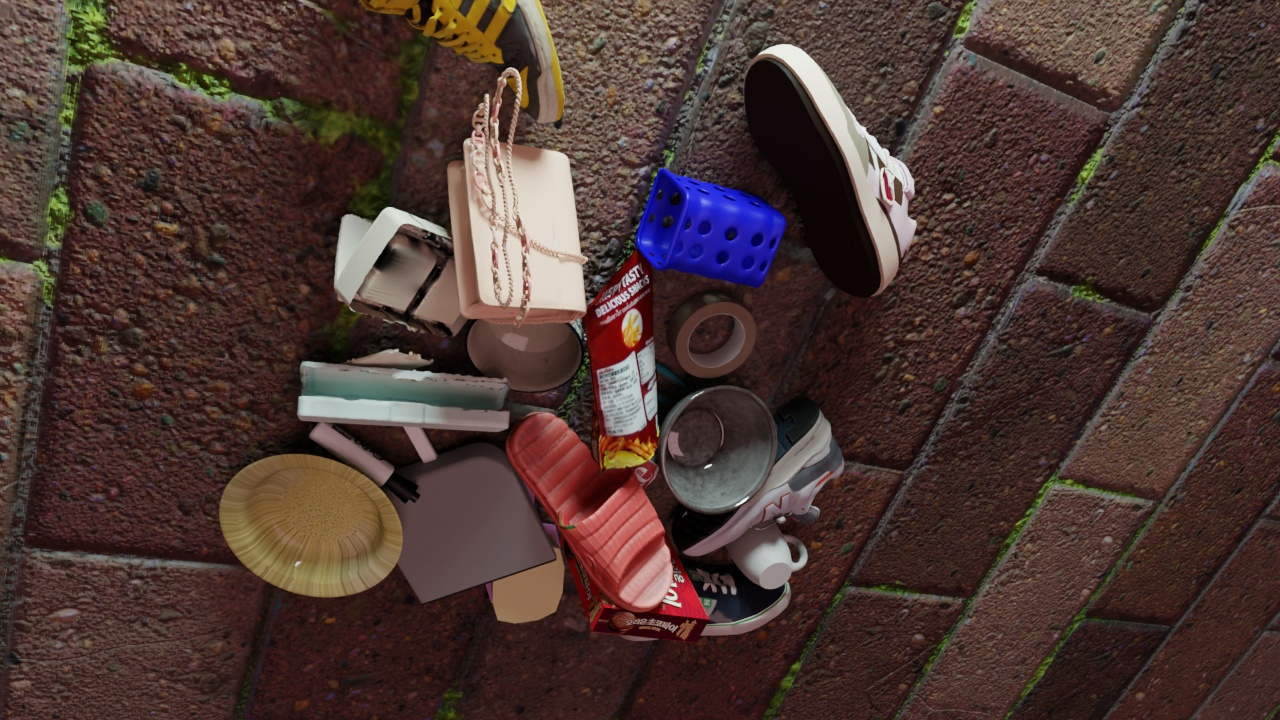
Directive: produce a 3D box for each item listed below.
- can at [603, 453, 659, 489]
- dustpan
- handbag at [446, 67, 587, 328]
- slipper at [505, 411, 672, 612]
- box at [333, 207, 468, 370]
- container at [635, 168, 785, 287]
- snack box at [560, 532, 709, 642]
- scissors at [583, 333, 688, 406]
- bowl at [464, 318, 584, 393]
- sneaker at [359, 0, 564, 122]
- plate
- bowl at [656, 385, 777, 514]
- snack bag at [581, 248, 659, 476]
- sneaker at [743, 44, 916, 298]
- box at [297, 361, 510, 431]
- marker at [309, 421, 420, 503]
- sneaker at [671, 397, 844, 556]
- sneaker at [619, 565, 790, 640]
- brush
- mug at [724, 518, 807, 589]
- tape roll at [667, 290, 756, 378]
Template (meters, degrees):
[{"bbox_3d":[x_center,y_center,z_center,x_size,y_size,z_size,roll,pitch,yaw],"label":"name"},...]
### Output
[{"bbox_3d":[-0.025,0.137,1.051,0.097,0.054,0.054,-43,124,9],"label":"can"},{"bbox_3d":[-0.212,0.139,0.985,0.163,0.033,0.258,-19,120,3],"label":"dustpan"},{"bbox_3d":[-0.077,-0.113,0.768,0.116,0.188,0.198,0,77,-30],"label":"handbag"},{"bbox_3d":[-0.044,0.154,0.976,0.103,0.059,0.249,-37,91,-32],"label":"slipper"},{"bbox_3d":[-0.236,-0.055,0.851,0.182,0.081,0.143,-53,151,9],"label":"box"},{"bbox_3d":[0.069,-0.128,0.908,0.113,0.085,0.085,9,116,-25],"label":"container"},{"bbox_3d":[-0.010,0.253,1.065,0.132,0.152,0.036,14,113,-26],"label":"snack box"},{"bbox_3d":[-0.001,0.003,1.001,0.135,0.019,0.130,-16,120,-18],"label":"scissors"},{"bbox_3d":[-0.111,-0.029,0.907,0.115,0.059,0.116,2,132,2],"label":"bowl"},{"bbox_3d":[-0.152,-0.283,0.735,0.122,0.086,0.239,-28,121,-9],"label":"sneaker"},{"bbox_3d":[-0.336,0.163,0.952,0.184,0.036,0.185,0,119,0],"label":"plate"},{"bbox_3d":[0.076,0.094,1.039,0.144,0.067,0.145,-4,100,-23],"label":"bowl"},{"bbox_3d":[-0.013,0.004,0.930,0.067,0.138,0.208,14,122,24],"label":"snack bag"},{"bbox_3d":[0.209,-0.202,0.915,0.116,0.112,0.294,-46,125,-16],"label":"sneaker"},{"bbox_3d":[-0.229,0.045,0.894,0.198,0.072,0.086,4,138,-16],"label":"box"},{"bbox_3d":[-0.278,0.105,0.935,0.126,0.025,0.025,39,102,-12],"label":"marker"},{"bbox_3d":[0.158,0.166,1.112,0.240,0.089,0.124,-46,120,7],"label":"sneaker"},{"bbox_3d":[0.082,0.295,1.167,0.235,0.084,0.079,-6,121,-12],"label":"sneaker"},{"bbox_3d":[-0.132,0.207,1.061,0.089,0.043,0.229,-4,121,-17],"label":"brush"},{"bbox_3d":[0.167,0.243,1.159,0.107,0.089,0.071,8,116,-23],"label":"mug"},{"bbox_3d":[0.078,-0.028,1.003,0.093,0.030,0.094,-9,122,-15],"label":"tape roll"}]
